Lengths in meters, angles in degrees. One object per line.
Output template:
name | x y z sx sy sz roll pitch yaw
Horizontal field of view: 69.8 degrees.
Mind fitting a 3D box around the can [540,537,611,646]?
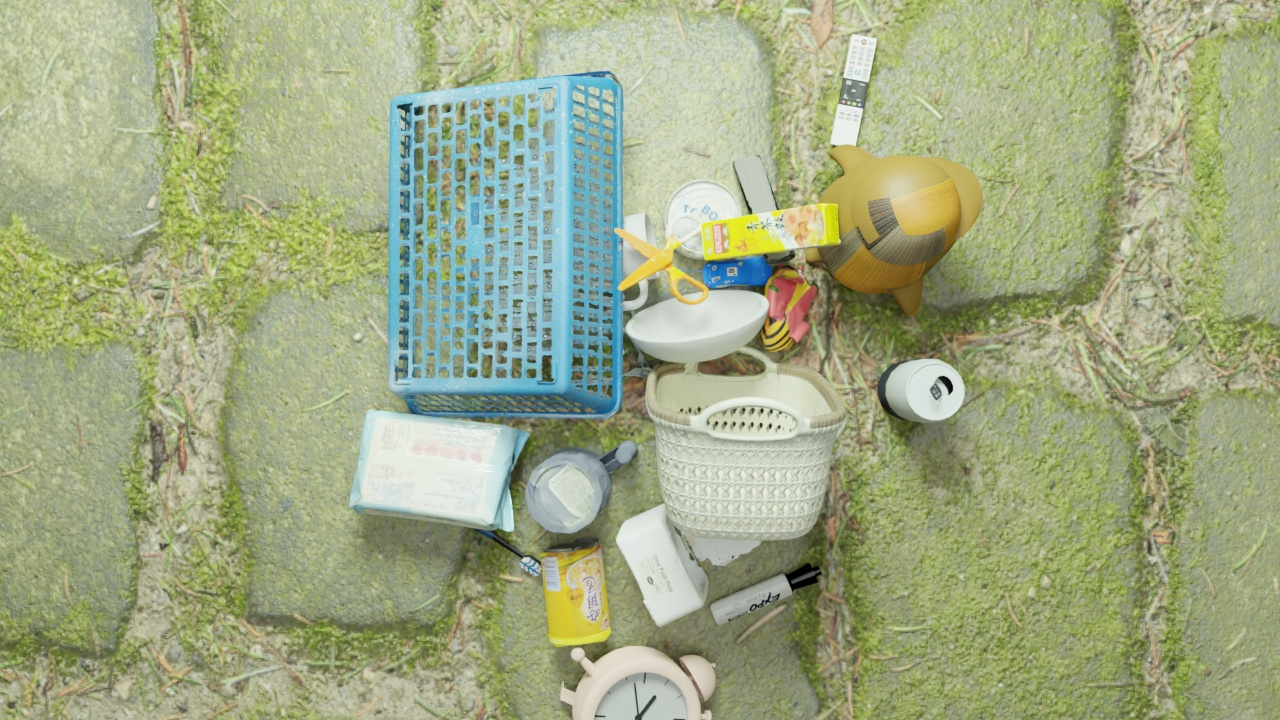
can | -0.070 0.248 0.985 0.067 0.067 0.105 -7 88 1

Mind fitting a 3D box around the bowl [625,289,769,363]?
bowl | 0.062 -0.030 0.956 0.149 0.149 0.043 -12 110 1

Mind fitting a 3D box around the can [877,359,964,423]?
can | 0.290 0.031 0.947 0.064 0.127 0.064 0 89 2

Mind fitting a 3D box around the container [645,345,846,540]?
container | 0.096 0.075 0.902 0.184 0.246 0.143 2 102 2

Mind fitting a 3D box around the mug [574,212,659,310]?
mug | -0.029 -0.099 0.982 0.089 0.071 0.107 -10 66 10

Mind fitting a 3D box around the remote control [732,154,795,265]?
remote control | 0.133 -0.163 0.990 0.033 0.013 0.136 -15 65 1

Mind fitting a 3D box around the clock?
clock | -0.004 0.374 0.984 0.160 0.086 0.131 8 89 -7

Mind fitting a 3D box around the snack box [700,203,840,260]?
snack box | 0.128 -0.127 0.919 0.148 0.028 0.040 -2 94 42

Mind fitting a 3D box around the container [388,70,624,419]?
container | -0.151 -0.120 0.947 0.257 0.089 0.362 -1 89 20

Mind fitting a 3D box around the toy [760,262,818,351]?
toy | 0.157 -0.059 0.987 0.046 0.084 0.103 13 92 35

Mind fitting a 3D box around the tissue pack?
tissue pack | -0.216 0.118 0.985 0.182 0.070 0.112 7 73 0

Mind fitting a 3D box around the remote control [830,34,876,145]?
remote control | 0.235 -0.296 1.013 0.028 0.012 0.124 11 89 2

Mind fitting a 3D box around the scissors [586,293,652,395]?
scissors | 0.001 -0.001 1.013 0.141 0.014 0.173 -15 90 -3

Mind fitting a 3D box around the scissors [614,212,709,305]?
scissors | 0.027 -0.110 0.949 0.125 0.011 0.127 30 74 -23

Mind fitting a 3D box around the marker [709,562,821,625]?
marker | 0.138 0.253 1.000 0.126 0.025 0.025 -23 88 1

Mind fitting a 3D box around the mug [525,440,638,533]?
mug | -0.058 0.126 0.968 0.124 0.104 0.084 -32 87 1

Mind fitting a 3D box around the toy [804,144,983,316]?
toy | 0.256 -0.143 0.913 0.162 0.203 0.198 -24 88 1

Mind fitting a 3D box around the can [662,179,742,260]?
can | 0.067 -0.153 1.000 0.086 0.043 0.086 0 91 1

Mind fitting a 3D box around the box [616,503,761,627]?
box | 0.063 0.195 0.973 0.137 0.126 0.108 -24 90 10

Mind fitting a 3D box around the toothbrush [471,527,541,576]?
toothbrush | -0.179 0.186 1.016 0.168 0.014 0.014 34 124 2

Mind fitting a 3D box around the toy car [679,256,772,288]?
toy car | 0.092 -0.096 0.986 0.092 0.061 0.033 -3 89 15
